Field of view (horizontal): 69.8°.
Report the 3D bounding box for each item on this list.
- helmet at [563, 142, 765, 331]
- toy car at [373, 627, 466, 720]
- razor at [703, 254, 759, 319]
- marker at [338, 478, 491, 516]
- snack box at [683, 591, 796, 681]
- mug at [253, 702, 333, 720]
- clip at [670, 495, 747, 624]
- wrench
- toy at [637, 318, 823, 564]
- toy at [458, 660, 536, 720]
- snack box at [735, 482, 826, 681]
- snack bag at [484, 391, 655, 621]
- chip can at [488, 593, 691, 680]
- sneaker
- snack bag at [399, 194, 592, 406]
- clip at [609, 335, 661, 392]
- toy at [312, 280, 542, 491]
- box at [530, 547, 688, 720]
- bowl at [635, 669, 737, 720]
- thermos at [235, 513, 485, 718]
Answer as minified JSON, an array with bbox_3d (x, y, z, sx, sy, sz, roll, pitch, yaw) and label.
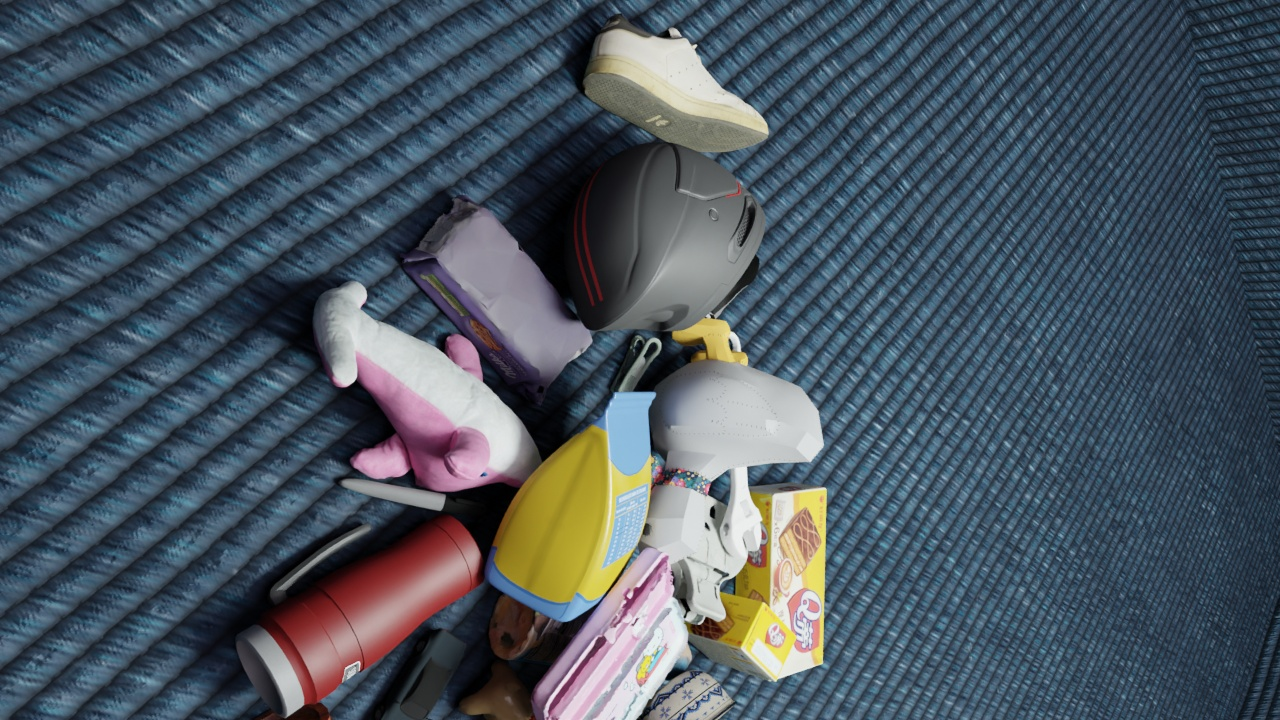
[{"bbox_3d":[0.012,-0.130,0.938,0.170,0.165,0.263,40,51,-21],"label":"helmet"},{"bbox_3d":[-0.204,0.304,0.848,0.046,0.034,0.112,46,63,-32],"label":"toy car"},{"bbox_3d":[0.100,-0.096,1.091,0.057,0.060,0.155,50,53,1],"label":"razor"},{"bbox_3d":[-0.201,0.122,0.826,0.138,0.022,0.016,15,54,-19],"label":"marker"},{"bbox_3d":[0.112,0.320,1.078,0.083,0.106,0.061,49,59,-31],"label":"snack box"},{"bbox_3d":[-0.296,0.357,0.748,0.117,0.081,0.111,-17,107,-21],"label":"mug"},{"bbox_3d":[0.062,0.231,1.065,0.125,0.092,0.151,30,64,-36],"label":"clip"},{"bbox_3d":[0.115,0.098,1.097,0.066,0.018,0.273,13,69,-48],"label":"wrench"},{"bbox_3d":[0.074,0.090,0.994,0.141,0.247,0.267,51,39,-53],"label":"toy"},{"bbox_3d":[-0.114,0.350,0.889,0.108,0.106,0.133,54,52,-11],"label":"toy"},{"bbox_3d":[0.178,0.275,1.164,0.109,0.062,0.230,1,90,-41],"label":"snack box"},{"bbox_3d":[-0.045,0.123,0.868,0.205,0.102,0.159,-66,166,4],"label":"snack bag"},{"bbox_3d":[-0.045,0.286,0.961,0.229,0.080,0.079,24,75,-39],"label":"chip can"},{"bbox_3d":[0.043,-0.309,1.021,0.241,0.089,0.102,13,74,-36],"label":"sneaker"},{"bbox_3d":[-0.131,-0.056,0.886,0.205,0.058,0.096,50,60,-29],"label":"snack bag"},{"bbox_3d":[-0.006,0.006,1.017,0.023,0.035,0.074,40,72,-37],"label":"clip"},{"bbox_3d":[-0.199,0.051,0.809,0.128,0.186,0.265,-36,124,11],"label":"toy"},{"bbox_3d":[-0.025,0.296,0.895,0.200,0.045,0.155,-46,140,-37],"label":"box"},{"bbox_3d":[0.040,0.375,0.975,0.115,0.116,0.059,-22,63,-39],"label":"bowl"},{"bbox_3d":[-0.241,0.203,0.788,0.198,0.084,0.108,-30,79,-39],"label":"thermos"}]
